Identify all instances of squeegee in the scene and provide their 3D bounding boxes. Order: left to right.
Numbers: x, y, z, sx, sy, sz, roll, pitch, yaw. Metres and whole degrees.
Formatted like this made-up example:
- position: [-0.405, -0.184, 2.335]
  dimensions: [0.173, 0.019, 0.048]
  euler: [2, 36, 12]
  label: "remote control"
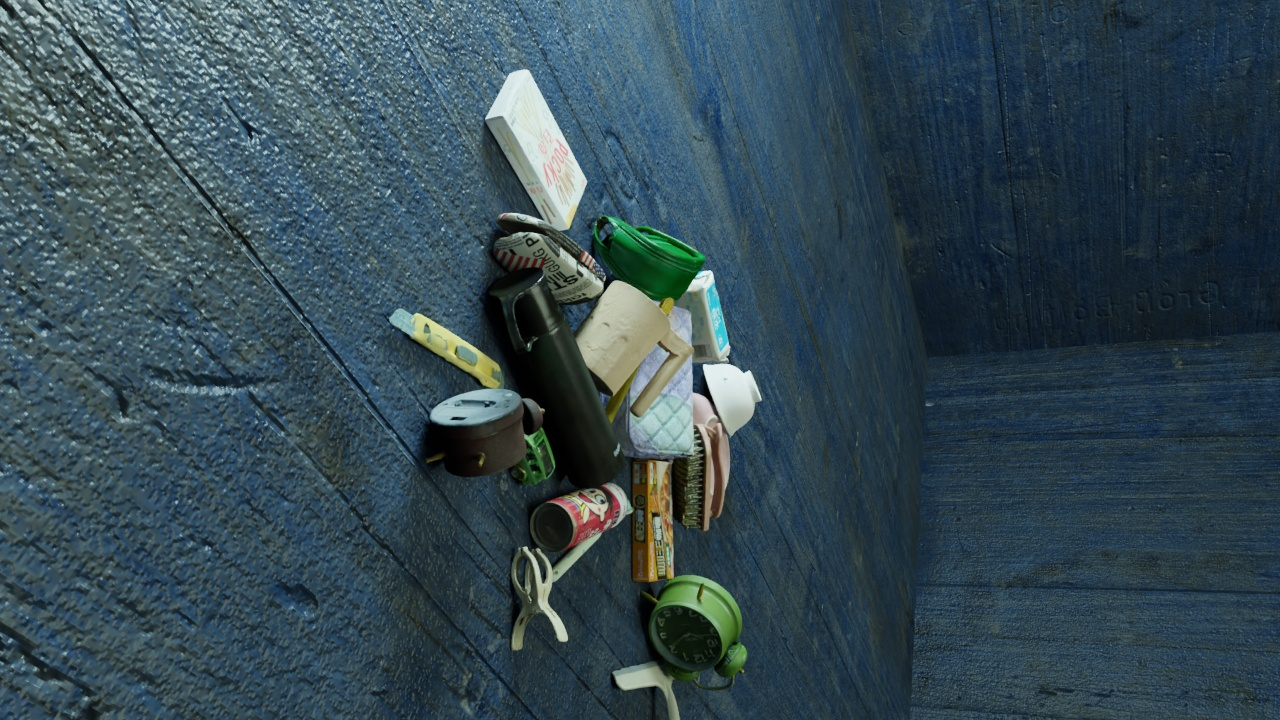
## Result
- position: [0.034, 0.508, 1.162]
  dimensions: [0.246, 0.039, 0.246]
  euler: [23, 66, -62]
  label: "squeegee"

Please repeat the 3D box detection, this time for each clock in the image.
- position: [-0.137, 0.059, 0.827]
  dimensions: [0.121, 0.082, 0.055]
  euler: [-41, 127, -59]
  label: "clock"
- position: [0.072, 0.353, 1.174]
  dimensions: [0.056, 0.116, 0.161]
  euler: [-42, 113, -57]
  label: "clock"

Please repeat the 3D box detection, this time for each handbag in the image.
- position: [0.010, -0.132, 1.149]
  dimensions: [0.068, 0.120, 0.131]
  euler: [-55, 161, 19]
  label: "handbag"
- position: [0.011, 0.025, 1.145]
  dimensions: [0.134, 0.076, 0.193]
  euler: [11, 76, -44]
  label: "handbag"

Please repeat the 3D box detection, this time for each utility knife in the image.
- position: [-0.175, -0.009, 0.844]
  dimensions: [0.177, 0.019, 0.031]
  euler: [34, 49, -54]
  label: "utility knife"

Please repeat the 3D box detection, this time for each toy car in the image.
- position: [-0.116, 0.083, 0.924]
  dimensions: [0.043, 0.036, 0.091]
  euler: [-56, 132, -51]
  label: "toy car"

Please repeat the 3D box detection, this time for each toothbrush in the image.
- position: [-0.058, 0.202, 1.046]
  dimensions: [0.020, 0.029, 0.189]
  euler: [-60, 168, 28]
  label: "toothbrush"
- position: [-0.006, 0.006, 1.070]
  dimensions: [0.015, 0.017, 0.189]
  euler: [31, 73, -12]
  label: "toothbrush"

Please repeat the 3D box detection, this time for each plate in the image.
- position: [0.094, 0.142, 1.355]
  dimensions: [0.192, 0.039, 0.192]
  euler: [-4, 90, -65]
  label: "plate"

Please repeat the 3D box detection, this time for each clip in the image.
- position: [-0.104, 0.234, 0.911]
  dimensions: [0.034, 0.060, 0.097]
  euler: [32, 46, -60]
  label: "clip"

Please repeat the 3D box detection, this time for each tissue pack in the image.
- position: [0.068, -0.056, 1.274]
  dimensions: [0.063, 0.090, 0.140]
  euler: [-46, 126, -57]
  label: "tissue pack"

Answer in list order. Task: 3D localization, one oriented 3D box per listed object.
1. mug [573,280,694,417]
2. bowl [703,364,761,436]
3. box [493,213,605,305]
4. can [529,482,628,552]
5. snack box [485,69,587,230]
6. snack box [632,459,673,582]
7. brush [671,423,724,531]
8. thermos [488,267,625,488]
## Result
- position: [-0.015, -0.011, 1.032]
  dimensions: [0.124, 0.084, 0.103]
  euler: [42, 76, -14]
  label: "mug"
- position: [0.147, 0.050, 1.408]
  dimensions: [0.118, 0.065, 0.118]
  euler: [-21, 89, -80]
  label: "bowl"
- position: [-0.091, -0.116, 0.974]
  dimensions: [0.163, 0.075, 0.077]
  euler: [37, 47, -55]
  label: "box"
- position: [-0.064, 0.168, 0.996]
  dimensions: [0.132, 0.053, 0.053]
  euler: [-6, 91, -65]
  label: "can"
- position: [-0.110, -0.226, 1.000]
  dimensions: [0.157, 0.027, 0.084]
  euler: [59, 35, -42]
  label: "snack box"
- position: [0.016, 0.207, 1.192]
  dimensions: [0.075, 0.026, 0.153]
  euler: [18, 69, -63]
  label: "snack box"
- position: [0.079, 0.153, 1.242]
  dimensions: [0.073, 0.063, 0.146]
  euler: [-6, 109, -23]
  label: "brush"
- position: [-0.089, 0.028, 0.952]
  dimensions: [0.089, 0.068, 0.243]
  euler: [-71, 146, -53]
  label: "thermos"
